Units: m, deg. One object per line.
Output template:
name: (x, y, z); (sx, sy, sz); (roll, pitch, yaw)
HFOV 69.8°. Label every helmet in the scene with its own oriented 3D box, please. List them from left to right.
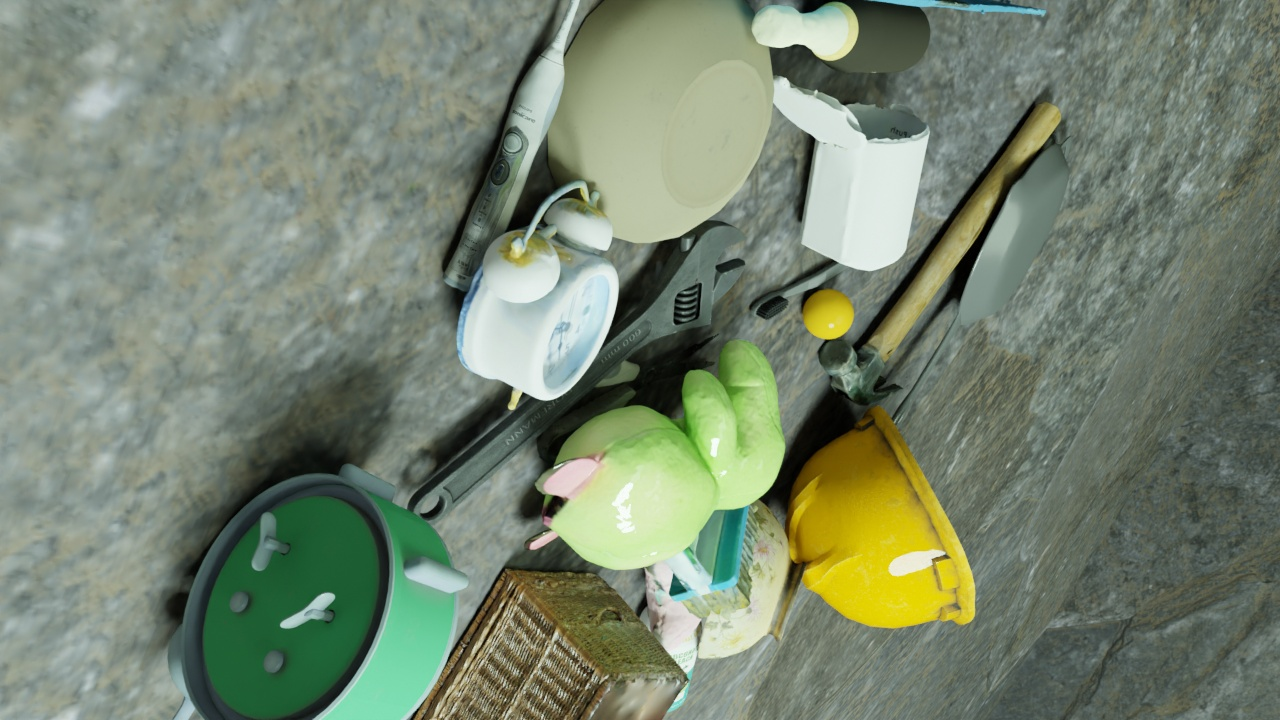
helmet: (0.204, 0.166, 0.856); (0.131, 0.205, 0.255); (-24, 148, 4)

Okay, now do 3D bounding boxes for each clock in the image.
clock: (-0.168, 0.134, 0.438); (0.161, 0.122, 0.075); (-49, 145, -3)
clock: (-0.050, -0.036, 0.477); (0.088, 0.052, 0.126); (-44, 154, -46)

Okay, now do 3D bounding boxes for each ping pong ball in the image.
ping pong ball: (0.150, -0.037, 0.732); (0.040, 0.040, 0.040); (-29, 136, -32)

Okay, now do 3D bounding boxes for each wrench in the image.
wrench: (-0.031, 0.005, 0.559); (0.272, 0.018, 0.073); (-41, 139, -18)

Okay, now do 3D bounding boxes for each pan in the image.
pan: (0.341, -0.066, 0.905); (0.354, 0.024, 0.216); (-56, 154, -3)

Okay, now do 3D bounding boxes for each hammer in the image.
hammer: (0.284, -0.098, 0.847); (0.330, 0.033, 0.132); (-53, 142, -4)

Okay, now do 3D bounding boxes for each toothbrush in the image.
toothbrush: (-0.054, -0.119, 0.452); (0.186, 0.022, 0.024); (-64, 162, 15)
toothbrush: (0.146, -0.069, 0.729); (0.167, 0.013, 0.013); (-30, 137, -34)

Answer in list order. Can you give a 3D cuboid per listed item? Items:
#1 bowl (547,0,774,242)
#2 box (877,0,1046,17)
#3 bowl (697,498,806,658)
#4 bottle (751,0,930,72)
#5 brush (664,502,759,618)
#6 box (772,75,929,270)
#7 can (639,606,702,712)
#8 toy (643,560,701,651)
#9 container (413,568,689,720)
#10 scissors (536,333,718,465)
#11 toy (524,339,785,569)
bowl: (0.024, -0.131, 0.506); (0.152, 0.050, 0.153); (-29, 136, -32)
box: (0.141, -0.244, 0.499); (0.230, 0.112, 0.094); (-15, 129, -42)
bowl: (0.103, 0.199, 0.798); (0.145, 0.063, 0.145); (20, 89, -76)
bottle: (0.118, -0.194, 0.542); (0.184, 0.045, 0.045); (-22, 134, -51)
brush: (0.055, 0.126, 0.712); (0.075, 0.055, 0.135); (57, 27, -22)
box: (0.135, -0.128, 0.614); (0.136, 0.084, 0.147); (-20, 130, -31)
can: (0.021, 0.257, 0.805); (0.054, 0.055, 0.102); (-20, 131, -39)
toy: (0.035, 0.178, 0.759); (0.095, 0.053, 0.099); (-26, 112, -55)
container: (-0.073, 0.257, 0.649); (0.198, 0.113, 0.113); (-58, 144, 5)
scissors: (-0.009, 0.021, 0.622); (0.150, 0.012, 0.164); (-58, 146, 4)
toy: (0.019, 0.074, 0.605); (0.196, 0.107, 0.150); (-37, 163, -33)
